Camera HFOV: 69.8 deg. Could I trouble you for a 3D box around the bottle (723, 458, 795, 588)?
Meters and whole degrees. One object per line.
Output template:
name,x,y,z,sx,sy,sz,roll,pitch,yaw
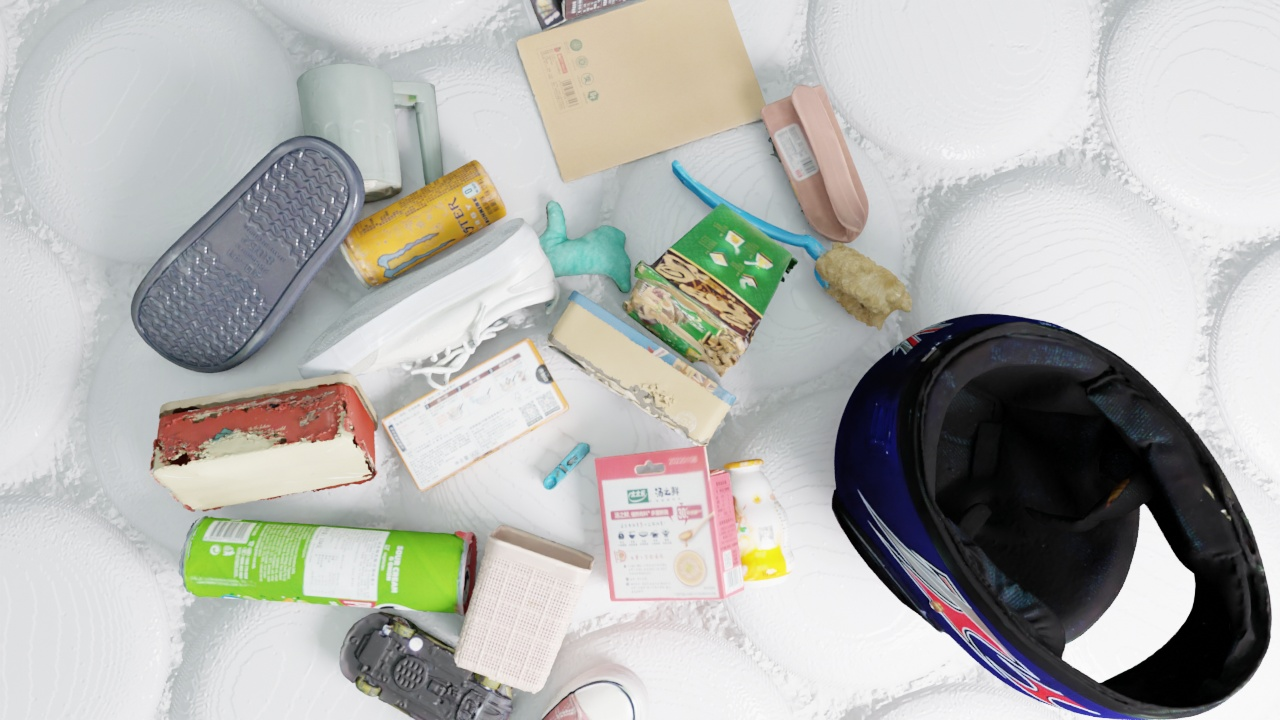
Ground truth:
bottle,0.099,0.142,0.807,0.063,0.063,0.108,-8,84,-3

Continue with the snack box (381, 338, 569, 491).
snack box,-0.148,0.049,0.829,0.153,0.026,0.075,-30,86,-4

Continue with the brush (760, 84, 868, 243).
brush,0.165,-0.176,0.838,0.063,0.073,0.145,-21,87,-5

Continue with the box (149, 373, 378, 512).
box,-0.315,0.077,0.778,0.168,0.091,0.080,-10,55,-3

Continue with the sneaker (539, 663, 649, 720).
sneaker,-0.082,0.363,0.767,0.118,0.088,0.241,43,86,3

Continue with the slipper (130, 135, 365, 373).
slipper,-0.332,-0.091,0.809,0.269,0.083,0.110,-40,101,18

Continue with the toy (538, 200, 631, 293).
toy,-0.057,-0.104,0.846,0.092,0.030,0.096,-7,78,-4

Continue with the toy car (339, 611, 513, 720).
toy car,-0.185,0.274,0.796,0.158,0.042,0.070,31,84,1

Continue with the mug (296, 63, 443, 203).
mug,-0.242,-0.203,0.832,0.123,0.084,0.103,-5,85,-27

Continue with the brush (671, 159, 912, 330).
brush,0.132,-0.109,0.837,0.255,0.083,0.046,34,86,10

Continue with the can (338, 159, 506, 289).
can,-0.196,-0.123,0.829,0.146,0.058,0.058,-30,86,-4

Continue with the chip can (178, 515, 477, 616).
chip can,-0.263,0.176,0.790,0.236,0.072,0.072,4,84,-1

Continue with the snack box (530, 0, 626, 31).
snack box,-0.053,-0.391,0.869,0.125,0.053,0.113,-21,85,-9

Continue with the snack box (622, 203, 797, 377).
snack box,0.063,-0.068,0.812,0.117,0.118,0.105,37,72,2

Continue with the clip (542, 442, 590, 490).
clip,-0.067,0.096,0.830,0.014,0.043,0.056,45,88,4

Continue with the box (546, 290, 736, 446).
box,-0.005,0.005,0.806,0.184,0.090,0.059,35,90,1

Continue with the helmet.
helmet,0.296,0.119,0.722,0.247,0.240,0.315,-31,75,-6

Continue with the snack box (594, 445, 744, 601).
snack box,0.024,0.140,0.789,0.113,0.044,0.127,-9,85,31

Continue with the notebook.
notebook,0.002,-0.268,0.875,0.207,0.008,0.147,-19,85,-3

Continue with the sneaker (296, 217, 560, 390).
sneaker,-0.183,-0.030,0.813,0.242,0.089,0.091,-28,116,7

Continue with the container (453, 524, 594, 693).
container,-0.100,0.211,0.783,0.090,0.090,0.111,19,86,0
